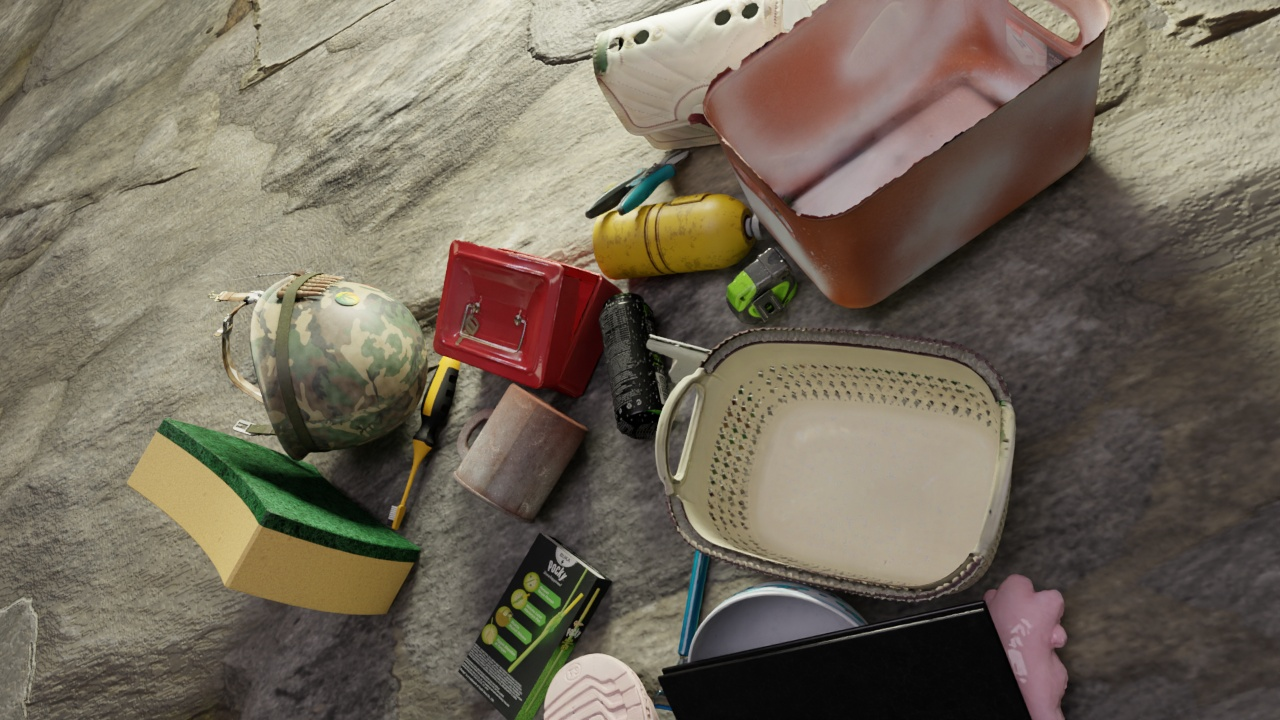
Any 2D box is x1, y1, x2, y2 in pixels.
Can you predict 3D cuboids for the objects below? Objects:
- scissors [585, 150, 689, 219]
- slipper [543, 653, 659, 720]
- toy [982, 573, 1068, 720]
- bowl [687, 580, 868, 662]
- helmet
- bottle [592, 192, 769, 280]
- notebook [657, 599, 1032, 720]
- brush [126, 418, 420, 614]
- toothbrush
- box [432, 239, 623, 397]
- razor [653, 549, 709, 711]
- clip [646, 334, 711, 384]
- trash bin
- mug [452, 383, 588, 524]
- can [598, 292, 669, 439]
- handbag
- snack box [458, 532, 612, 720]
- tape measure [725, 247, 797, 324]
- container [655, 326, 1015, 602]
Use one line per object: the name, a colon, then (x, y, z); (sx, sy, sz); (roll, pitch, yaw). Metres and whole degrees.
scissors: (0.004, -0.174, 0.901); (0.130, 0.019, 0.150); (-21, 25, 1)
slipper: (-0.013, 0.345, 0.718); (0.094, 0.064, 0.239); (-29, 44, 14)
toy: (0.251, 0.193, 0.624); (0.099, 0.052, 0.096); (25, 92, 41)
bowl: (0.114, 0.216, 0.672); (0.144, 0.074, 0.144); (6, 108, 17)
helmet: (-0.347, 0.003, 0.982); (0.236, 0.193, 0.224); (-11, 36, -5)
bottle: (0.041, -0.120, 0.874); (0.164, 0.071, 0.071); (-3, 69, 31)
notebook: (0.146, 0.264, 0.624); (0.232, 0.019, 0.169); (-20, 98, 23)
brush: (-0.370, 0.159, 0.933); (0.250, 0.195, 0.075); (25, 84, 36)
toothbrush: (-0.231, 0.085, 0.982); (0.031, 0.031, 0.196); (12, 77, 20)
box: (-0.114, -0.042, 0.933); (0.157, 0.117, 0.136); (19, 96, 32)
razor: (0.042, 0.218, 0.765); (0.042, 0.022, 0.143); (13, 69, -5)
clip: (0.047, 0.002, 0.833); (0.054, 0.101, 0.040); (141, 143, -70)
trash bin: (0.207, -0.184, 0.727); (0.260, 0.157, 0.181); (-35, 55, 2)
mug: (-0.124, 0.081, 0.880); (0.123, 0.096, 0.110); (30, 81, 31)
can: (-0.005, 0.005, 0.860); (0.054, 0.054, 0.137); (-23, 60, 22)
handbag: (0.071, -0.278, 0.880); (0.199, 0.142, 0.096); (-3, 71, 32)
snack box: (-0.097, 0.243, 0.836); (0.080, 0.025, 0.147); (28, 86, 37)
tape measure: (0.110, -0.060, 0.814); (0.066, 0.058, 0.036); (-39, 56, 9)
container: (0.152, 0.079, 0.679); (0.252, 0.143, 0.184); (6, 75, 33)
